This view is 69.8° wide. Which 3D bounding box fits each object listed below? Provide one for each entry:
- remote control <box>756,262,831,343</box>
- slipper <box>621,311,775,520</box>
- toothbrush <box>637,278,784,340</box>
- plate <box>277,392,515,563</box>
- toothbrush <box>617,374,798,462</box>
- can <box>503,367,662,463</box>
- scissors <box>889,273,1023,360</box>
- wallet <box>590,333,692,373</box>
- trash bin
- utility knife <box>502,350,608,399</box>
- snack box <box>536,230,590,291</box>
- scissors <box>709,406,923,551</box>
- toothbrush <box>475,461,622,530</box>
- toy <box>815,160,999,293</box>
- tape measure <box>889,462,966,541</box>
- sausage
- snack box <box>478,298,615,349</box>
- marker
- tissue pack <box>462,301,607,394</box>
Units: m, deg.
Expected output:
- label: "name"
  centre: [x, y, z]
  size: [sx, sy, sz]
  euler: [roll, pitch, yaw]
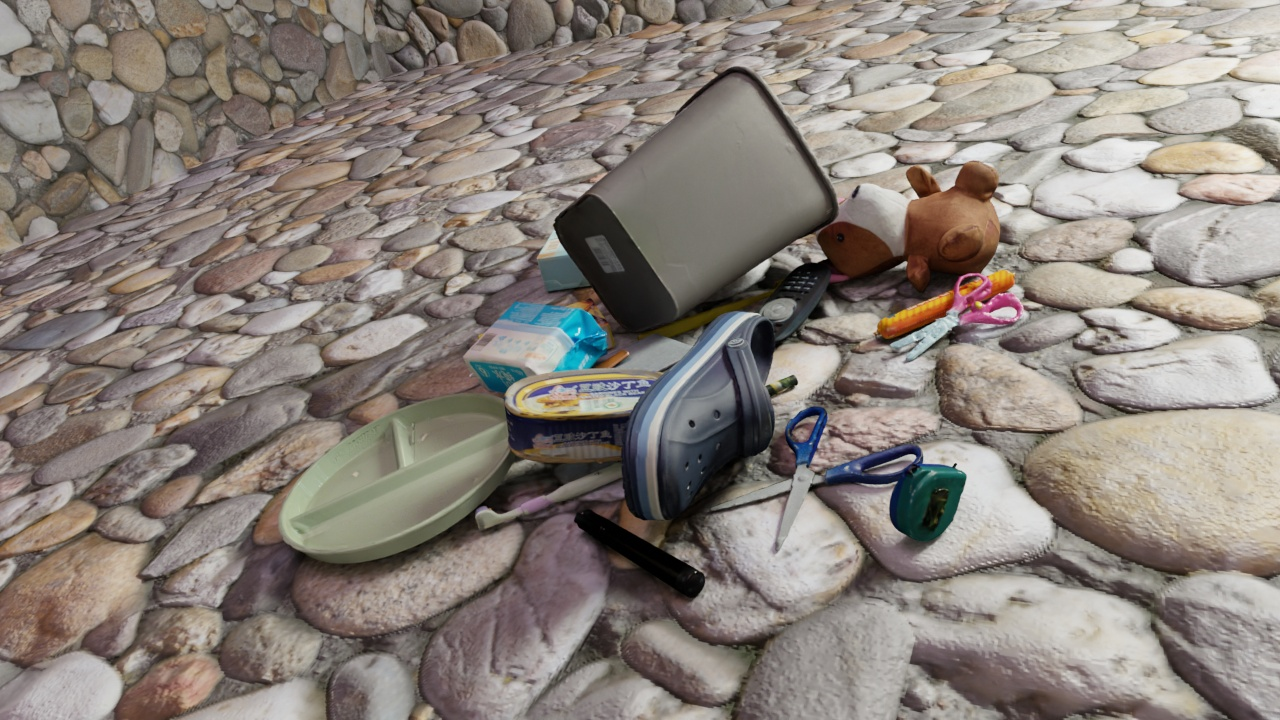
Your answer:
- label: "remote control"
  centre: [0.155, -0.055, 0.953]
  size: [0.053, 0.024, 0.136]
  euler: [11, 47, 39]
- label: "slipper"
  centre: [0.067, 0.045, 0.741]
  size: [0.095, 0.105, 0.252]
  euler: [6, 32, 26]
- label: "toothbrush"
  centre: [0.085, -0.054, 1.003]
  size: [0.190, 0.016, 0.016]
  euler: [-21, 24, -10]
- label: "plate"
  centre: [-0.215, 0.103, 0.834]
  size: [0.230, 0.027, 0.229]
  euler: [-17, 28, 9]
- label: "toothbrush"
  centre: [0.061, 0.052, 0.824]
  size: [0.185, 0.012, 0.017]
  euler: [-21, 34, -12]
- label: "can"
  centre: [-0.041, 0.046, 0.783]
  size: [0.148, 0.049, 0.074]
  euler: [-3, 33, -1]
- label: "scissors"
  centre: [0.286, -0.044, 0.864]
  size: [0.137, 0.017, 0.076]
  euler: [-22, 54, -8]
- label: "wallet"
  centre: [-0.005, 0.005, 0.892]
  size: [0.106, 0.037, 0.130]
  euler: [-23, 15, -13]
- label: "trash bin"
  centre: [0.048, -0.158, 0.973]
  size: [0.219, 0.198, 0.199]
  euler: [-38, 9, -21]
- label: "utility knife"
  centre: [-0.113, 0.033, 0.938]
  size: [0.185, 0.018, 0.034]
  euler: [-33, 33, -27]
- label: "snack box"
  centre: [-0.078, -0.154, 1.230]
  size: [0.074, 0.052, 0.174]
  euler: [-6, 30, 14]
- label: "scissors"
  centre: [0.138, 0.087, 0.721]
  size: [0.162, 0.012, 0.175]
  euler: [-6, 31, 18]
- label: "toothbrush"
  centre: [-0.048, 0.102, 0.777]
  size: [0.189, 0.029, 0.020]
  euler: [-20, 70, -11]
- label: "toy"
  centre: [0.271, -0.140, 0.972]
  size: [0.200, 0.130, 0.139]
  euler: [-1, 55, 39]
- label: "tape measure"
  centre: [0.197, 0.097, 0.628]
  size: [0.058, 0.054, 0.025]
  euler: [6, 10, -36]
- label: "sausage"
  centre: [0.298, -0.055, 0.892]
  size: [0.165, 0.021, 0.021]
  euler: [-22, 28, -13]
- label: "snack box"
  centre: [-0.106, -0.022, 1.021]
  size: [0.140, 0.034, 0.087]
  euler: [-20, 28, -7]
- label: "marker"
  centre: [-0.003, 0.140, 0.682]
  size: [0.132, 0.022, 0.020]
  euler: [20, 80, 48]
- label: "tissue pack"
  centre: [-0.104, -0.007, 0.910]
  size: [0.140, 0.063, 0.089]
  euler: [7, 49, 46]
